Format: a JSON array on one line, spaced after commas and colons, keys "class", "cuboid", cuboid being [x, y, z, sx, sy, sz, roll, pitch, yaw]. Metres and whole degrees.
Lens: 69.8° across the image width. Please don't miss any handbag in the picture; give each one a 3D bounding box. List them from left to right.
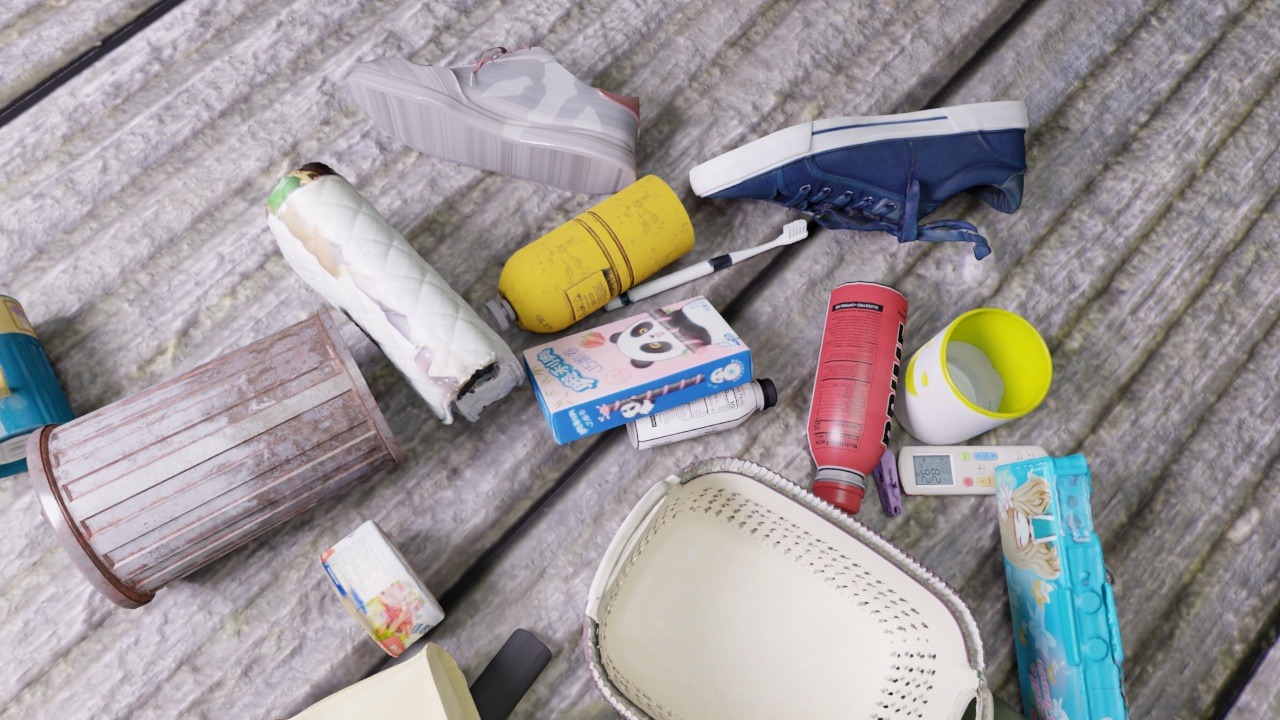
[{"class": "handbag", "cuboid": [-0.162, 0.257, 0.583, 0.119, 0.081, 0.111, -26, 69, -7]}, {"class": "handbag", "cuboid": [-0.172, -0.039, 0.652, 0.072, 0.139, 0.195, -44, 81, -9]}]

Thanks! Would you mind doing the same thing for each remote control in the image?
[{"class": "remote control", "cuboid": [-0.118, 0.253, 0.632, 0.033, 0.015, 0.146, 37, 73, 5]}, {"class": "remote control", "cuboid": [0.263, 0.087, 0.724, 0.125, 0.018, 0.038, 0, 73, -5]}]

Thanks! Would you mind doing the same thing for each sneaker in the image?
[{"class": "sneaker", "cuboid": [-0.108, -0.209, 0.733, 0.236, 0.099, 0.089, 15, 73, -9]}, {"class": "sneaker", "cuboid": [0.187, -0.134, 0.749, 0.294, 0.121, 0.127, -8, 94, -12]}]

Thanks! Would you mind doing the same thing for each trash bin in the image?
[{"class": "trash bin", "cuboid": [-0.281, 0.064, 0.613, 0.211, 0.131, 0.131, -28, 78, -15]}]

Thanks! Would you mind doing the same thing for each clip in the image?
[{"class": "clip", "cuboid": [0.192, 0.096, 0.710, 0.013, 0.033, 0.051, -8, 75, -10]}]

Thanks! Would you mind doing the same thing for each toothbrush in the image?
[{"class": "toothbrush", "cuboid": [0.055, -0.079, 0.751, 0.186, 0.017, 0.012, -22, 46, -12]}]

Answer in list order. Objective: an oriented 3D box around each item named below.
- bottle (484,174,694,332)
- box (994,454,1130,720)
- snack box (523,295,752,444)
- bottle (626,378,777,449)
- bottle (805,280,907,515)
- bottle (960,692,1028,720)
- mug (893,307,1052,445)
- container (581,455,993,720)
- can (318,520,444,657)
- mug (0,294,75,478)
[{"class": "bottle", "cuboid": [-0.044, -0.074, 0.710, 0.163, 0.071, 0.071, -33, 79, -14]}, {"class": "box", "cuboid": [0.297, 0.183, 0.648, 0.039, 0.094, 0.226, -2, 79, -4]}, {"class": "snack box", "cuboid": [-0.004, 0.004, 0.688, 0.154, 0.033, 0.088, -18, 36, -12]}, {"class": "bottle", "cuboid": [0.048, 0.036, 0.703, 0.116, 0.041, 0.041, -12, 75, -10]}, {"class": "bottle", "cuboid": [0.164, 0.030, 0.707, 0.062, 0.062, 0.176, 14, 72, -2]}, {"class": "bottle", "cuboid": [0.187, 0.319, 0.617, 0.071, 0.071, 0.206, 40, 73, 6]}, {"class": "mug", "cuboid": [0.247, 0.016, 0.697, 0.082, 0.106, 0.082, 2, 73, -6]}, {"class": "container", "cuboid": [0.086, 0.187, 0.609, 0.251, 0.143, 0.184, 32, 74, 4]}, {"class": "can", "cuboid": [-0.174, 0.153, 0.619, 0.043, 0.086, 0.086, -37, 81, -15]}, {"class": "mug", "cuboid": [-0.443, 0.013, 0.618, 0.083, 0.114, 0.107, -23, 77, -36]}]
